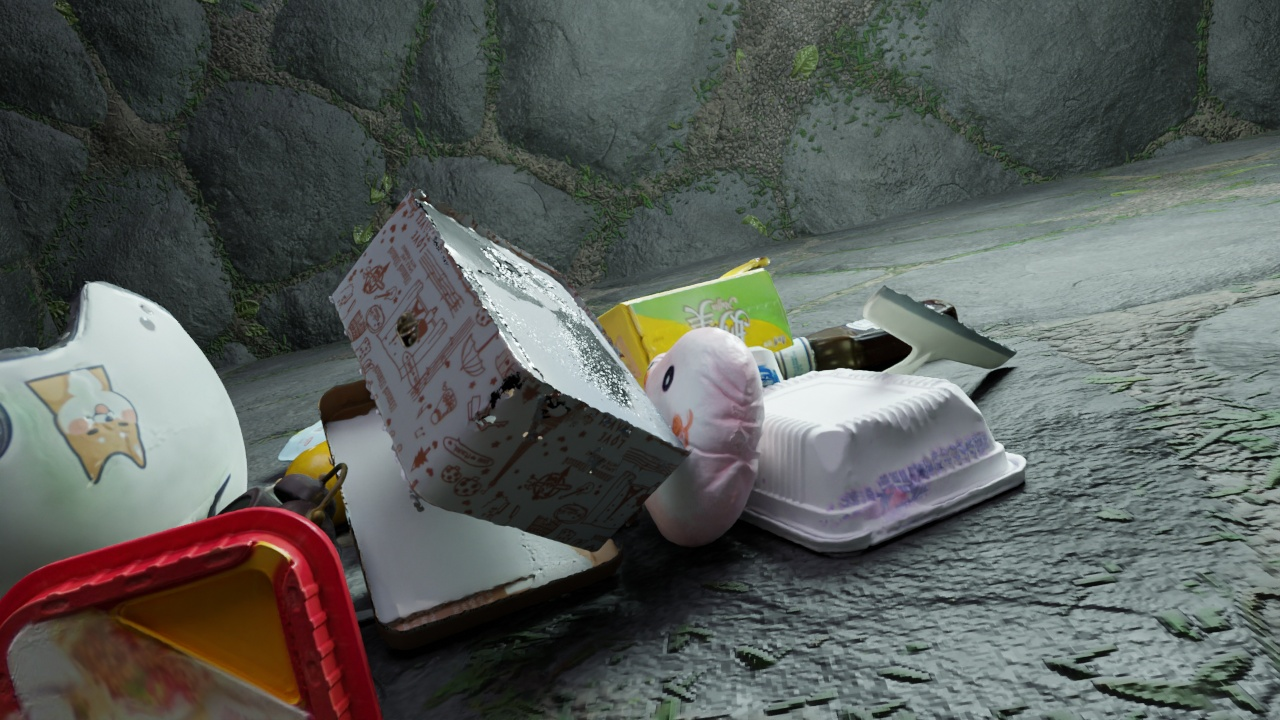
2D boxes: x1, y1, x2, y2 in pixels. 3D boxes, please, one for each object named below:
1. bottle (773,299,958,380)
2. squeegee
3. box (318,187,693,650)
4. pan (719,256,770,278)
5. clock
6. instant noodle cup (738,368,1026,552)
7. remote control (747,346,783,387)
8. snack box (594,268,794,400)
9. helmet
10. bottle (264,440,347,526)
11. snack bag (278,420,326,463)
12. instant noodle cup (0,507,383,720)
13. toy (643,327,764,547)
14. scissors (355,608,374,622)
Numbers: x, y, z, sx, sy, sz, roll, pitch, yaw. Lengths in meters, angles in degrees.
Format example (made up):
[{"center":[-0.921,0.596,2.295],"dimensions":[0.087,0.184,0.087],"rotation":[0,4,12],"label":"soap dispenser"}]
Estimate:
[{"center":[0.186,-0.011,0.833],"dimensions":[0.195,0.044,0.080],"rotation":[-15,9,-5],"label":"bottle"},{"center":[0.127,0.023,0.693],"dimensions":[0.247,0.039,0.246],"rotation":[-18,-20,35],"label":"squeegee"},{"center":[-0.097,0.040,0.498],"dimensions":[0.174,0.152,0.182],"rotation":[-47,47,11],"label":"box"},{"center":[0.057,-0.065,1.230],"dimensions":[0.356,0.078,0.198],"rotation":[-20,12,-37],"label":"pan"},{"center":[-0.187,0.099,0.456],"dimensions":[0.122,0.055,0.082],"rotation":[-45,20,-4],"label":"clock"},{"center":[0.114,0.047,0.534],"dimensions":[0.137,0.060,0.174],"rotation":[-17,11,-22],"label":"instant noodle cup"},{"center":[0.078,0.025,0.638],"dimensions":[0.049,0.024,0.125],"rotation":[-10,-28,13],"label":"remote control"},{"center":[-0.004,0.004,0.743],"dimensions":[0.157,0.070,0.211],"rotation":[-17,-7,-41],"label":"snack box"},{"center":[-0.328,0.099,0.501],"dimensions":[0.231,0.157,0.273],"rotation":[-48,0,39],"label":"helmet"},{"center":[-0.225,0.086,0.744],"dimensions":[0.068,0.068,0.189],"rotation":[-9,10,25],"label":"bottle"},{"center":[-0.275,0.081,0.948],"dimensions":[0.191,0.039,0.110],"rotation":[-5,10,30],"label":"snack bag"},{"center":[-0.159,0.119,0.352],"dimensions":[0.116,0.116,0.124],"rotation":[-15,-2,-11],"label":"instant noodle cup"},{"center":[0.025,0.042,0.532],"dimensions":[0.054,0.121,0.159],"rotation":[11,-3,-15],"label":"toy"},{"center":[-0.207,0.153,0.499],"dimensions":[0.179,0.014,0.159],"rotation":[-13,11,-15],"label":"scissors"}]
